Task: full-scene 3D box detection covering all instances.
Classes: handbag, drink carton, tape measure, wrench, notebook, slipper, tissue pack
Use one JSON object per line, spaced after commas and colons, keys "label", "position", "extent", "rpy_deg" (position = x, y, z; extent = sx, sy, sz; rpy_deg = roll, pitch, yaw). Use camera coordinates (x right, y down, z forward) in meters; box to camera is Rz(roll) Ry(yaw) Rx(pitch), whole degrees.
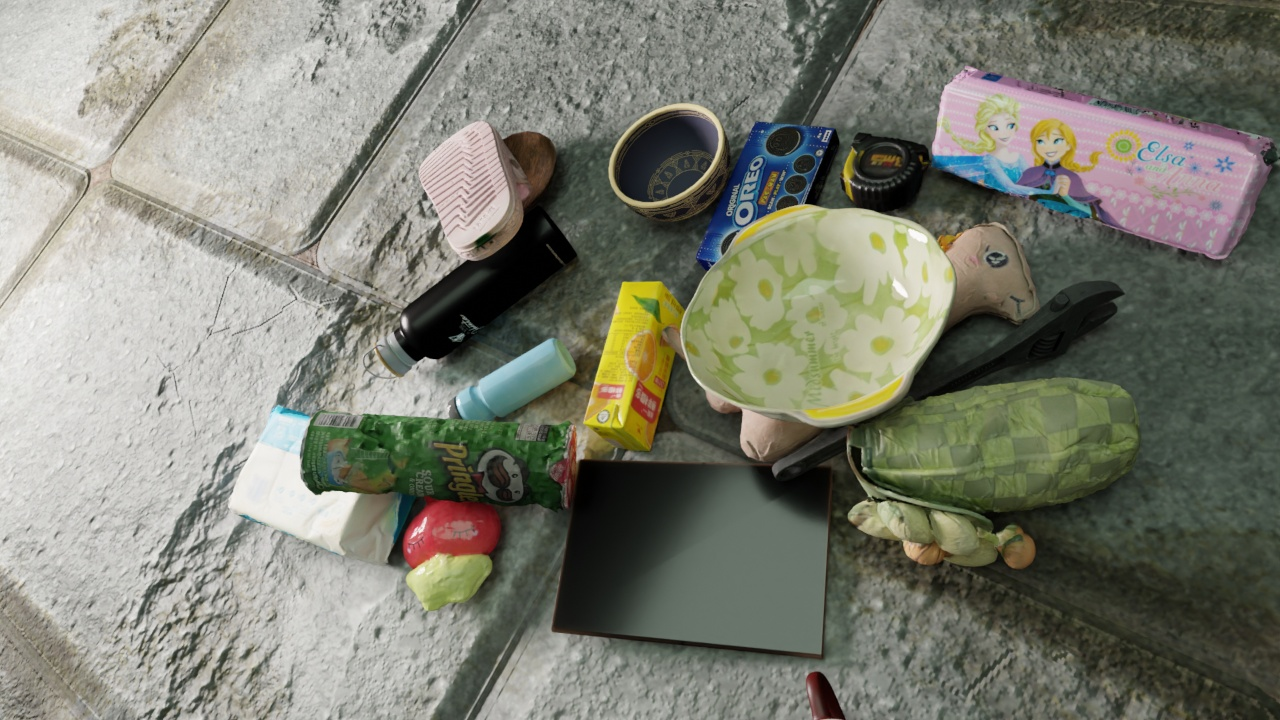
{"label": "handbag", "position": [0.227, 0.079, 0.601], "extent": [0.187, 0.113, 0.116], "rpy_deg": [-9, 68, 21]}
{"label": "drink carton", "position": [-0.005, 0.005, 0.780], "extent": [0.043, 0.058, 0.134], "rpy_deg": [3, 67, 29]}
{"label": "tape measure", "position": [0.206, -0.156, 0.775], "extent": [0.067, 0.038, 0.062], "rpy_deg": [15, 64, 28]}
{"label": "wrench", "position": [0.216, 0.020, 0.662], "extent": [0.273, 0.073, 0.018], "rpy_deg": [-30, 56, 13]}
{"label": "notebook", "position": [0.039, 0.147, 0.708], "extent": [0.209, 0.008, 0.141], "rpy_deg": [-1, 65, 21]}
{"label": "slipper", "position": [-0.153, -0.159, 0.895], "extent": [0.094, 0.064, 0.239], "rpy_deg": [-37, 38, 7]}
{"label": "tissue pack", "position": [-0.297, 0.113, 0.861], "extent": [0.210, 0.066, 0.116], "rpy_deg": [10, 71, 30]}

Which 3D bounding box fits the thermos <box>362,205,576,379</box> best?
{"label": "thermos", "position": [-0.171, -0.056, 0.888], "extent": [0.231, 0.061, 0.061], "rpy_deg": [-37, 55, 5]}

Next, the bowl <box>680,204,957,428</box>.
{"label": "bowl", "position": [0.127, -0.022, 0.646], "extent": [0.188, 0.060, 0.219], "rpy_deg": [-23, 42, 9]}

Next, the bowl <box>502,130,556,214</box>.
{"label": "bowl", "position": [-0.130, -0.184, 0.955], "extent": [0.102, 0.026, 0.114], "rpy_deg": [27, 79, 34]}

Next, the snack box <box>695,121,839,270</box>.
{"label": "snack box", "position": [0.113, -0.143, 0.817], "extent": [0.082, 0.027, 0.150], "rpy_deg": [14, 72, 31]}

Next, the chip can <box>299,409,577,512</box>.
{"label": "chip can", "position": [-0.167, 0.082, 0.762], "extent": [0.223, 0.075, 0.075], "rpy_deg": [3, 65, 3]}

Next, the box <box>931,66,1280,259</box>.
{"label": "box", "position": [0.351, -0.166, 0.699], "extent": [0.230, 0.085, 0.096], "rpy_deg": [28, 48, 34]}

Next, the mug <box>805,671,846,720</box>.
{"label": "mug", "position": [0.126, 0.251, 0.577], "extent": [0.073, 0.082, 0.105], "rpy_deg": [-21, 58, 15]}

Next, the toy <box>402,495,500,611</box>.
{"label": "toy", "position": [-0.164, 0.148, 0.791], "extent": [0.092, 0.045, 0.135], "rpy_deg": [-13, 59, 15]}

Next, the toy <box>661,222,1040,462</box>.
{"label": "toy", "position": [0.163, -0.036, 0.718], "extent": [0.264, 0.065, 0.196], "rpy_deg": [-40, 59, 0]}

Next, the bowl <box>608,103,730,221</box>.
{"label": "bowl", "position": [0.034, -0.173, 0.848], "extent": [0.113, 0.061, 0.112], "rpy_deg": [-12, 60, 22]}

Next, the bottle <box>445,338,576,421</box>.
{"label": "bottle", "position": [-0.122, 0.027, 0.835], "extent": [0.130, 0.040, 0.040], "rpy_deg": [-30, 56, 9]}
